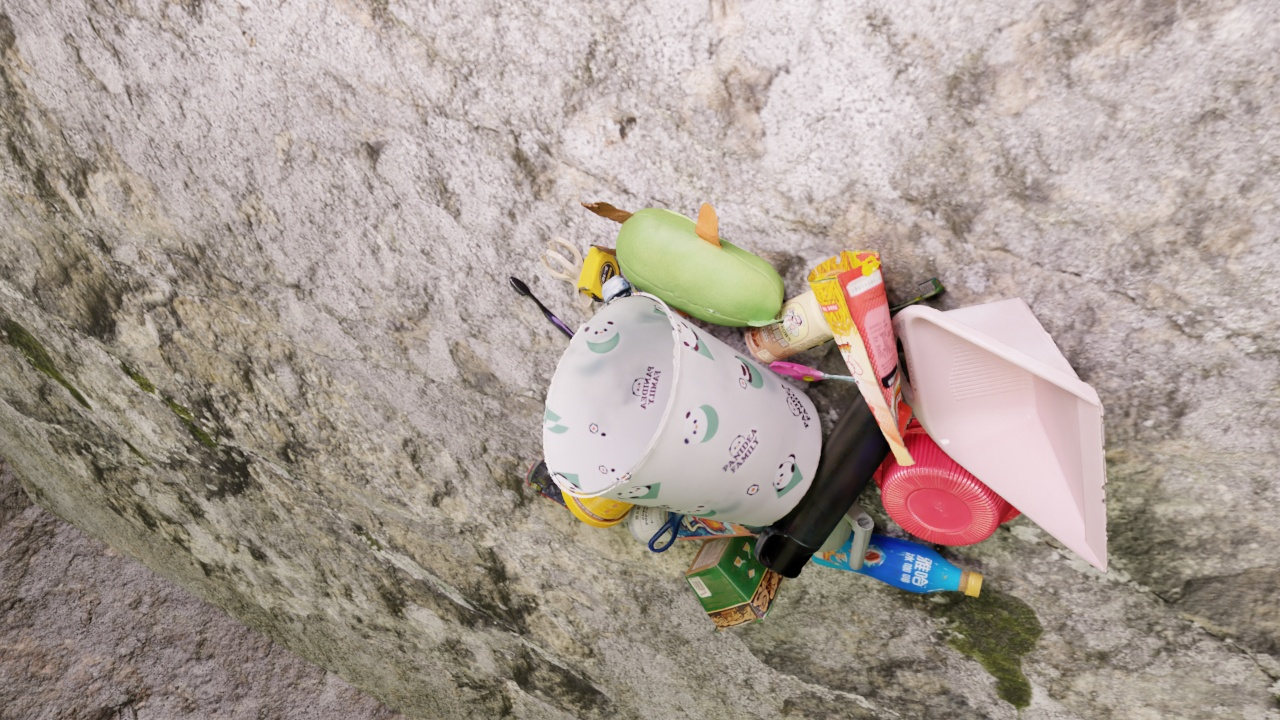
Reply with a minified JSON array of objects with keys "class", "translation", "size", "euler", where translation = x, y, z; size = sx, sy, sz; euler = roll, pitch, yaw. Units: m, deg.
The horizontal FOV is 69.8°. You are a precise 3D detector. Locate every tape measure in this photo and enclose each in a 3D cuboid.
[{"class":"tape measure","translation":[-0.052,-0.102,1.107],"size":[0.029,0.060,0.057],"euler":[5,162,33]}]

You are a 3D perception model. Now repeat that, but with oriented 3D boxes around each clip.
[{"class":"clip","translation":[-0.082,-0.109,1.144],"size":[0.100,0.034,0.070],"euler":[42,140,-23]}]

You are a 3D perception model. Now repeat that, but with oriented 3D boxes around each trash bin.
[{"class":"trash bin","translation":[0.056,0.074,1.043],"size":[0.251,0.229,0.230],"euler":[23,149,-34]}]

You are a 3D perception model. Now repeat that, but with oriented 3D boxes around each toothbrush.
[{"class":"toothbrush","translation":[-0.109,-0.046,1.238],"size":[0.189,0.014,0.017],"euler":[44,147,-14]},{"class":"toothbrush","translation":[0.248,-0.048,1.000],"size":[0.017,0.012,0.186],"euler":[50,138,-11]}]

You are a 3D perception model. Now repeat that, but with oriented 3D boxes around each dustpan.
[{"class":"dustpan","translation":[0.340,0.061,0.904],"size":[0.139,0.272,0.223],"euler":[-14,123,12]}]

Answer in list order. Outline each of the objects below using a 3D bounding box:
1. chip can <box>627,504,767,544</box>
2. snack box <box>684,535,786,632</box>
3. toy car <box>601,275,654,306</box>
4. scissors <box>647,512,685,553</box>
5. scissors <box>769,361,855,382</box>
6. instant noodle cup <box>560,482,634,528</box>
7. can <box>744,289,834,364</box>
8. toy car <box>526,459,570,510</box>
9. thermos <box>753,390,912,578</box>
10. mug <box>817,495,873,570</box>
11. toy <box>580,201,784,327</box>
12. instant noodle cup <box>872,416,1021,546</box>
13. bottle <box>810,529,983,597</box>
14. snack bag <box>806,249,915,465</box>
[{"class":"chip can","translation":[0.083,0.229,1.346],"size":[0.215,0.071,0.071],"euler":[-14,122,41]},{"class":"snack box","translation":[0.136,0.325,1.378],"size":[0.105,0.117,0.119],"euler":[46,136,-9]},{"class":"toy car","translation":[-0.015,-0.074,1.103],"size":[0.034,0.043,0.090],"euler":[57,-167,24]},{"class":"scissors","translation":[0.060,0.206,1.317],"size":[0.012,0.162,0.176],"euler":[28,178,-42]},{"class":"scissors","translation":[0.205,0.016,1.043],"size":[0.133,0.017,0.133],"euler":[14,175,-30]},{"class":"instant noodle cup","translation":[-0.038,0.168,1.336],"size":[0.118,0.118,0.115],"euler":[40,133,-9]},{"class":"can","translation":[0.174,-0.039,1.021],"size":[0.058,0.058,0.117],"euler":[46,139,-16]},{"class":"toy car","translation":[-0.127,0.206,1.476],"size":[0.120,0.052,0.045],"euler":[33,166,-7]},{"class":"thermos","translation":[0.217,0.148,1.077],"size":[0.068,0.089,0.243],"euler":[45,115,38]},{"class":"mug","translation":[0.249,0.201,1.182],"size":[0.124,0.083,0.103],"euler":[50,157,38]},{"class":"toy","translation":[0.050,-0.105,1.007],"size":[0.247,0.089,0.227],"euler":[27,160,7]},{"class":"instant noodle cup","translation":[0.361,0.155,1.092],"size":[0.194,0.065,0.194],"euler":[18,137,17]},{"class":"bottle","translation":[0.339,0.269,1.222],"size":[0.219,0.065,0.065],"euler":[13,137,22]},{"class":"snack bag","translation":[0.240,-0.007,0.942],"size":[0.073,0.128,0.208],"euler":[-17,108,21]}]
